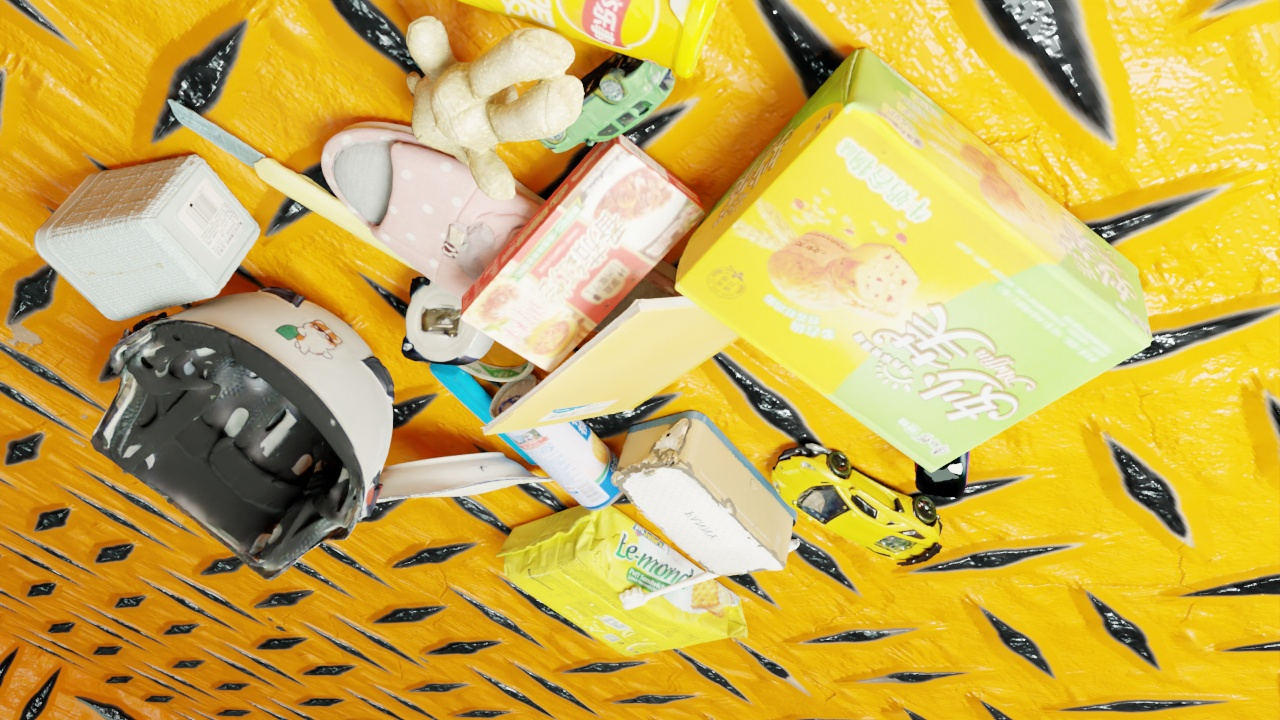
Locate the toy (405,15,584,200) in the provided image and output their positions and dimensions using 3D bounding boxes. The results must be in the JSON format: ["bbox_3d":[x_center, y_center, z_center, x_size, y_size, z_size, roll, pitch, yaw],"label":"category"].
[{"bbox_3d":[-0.082,-0.142,0.497,0.157,0.066,0.105,9,134,57],"label":"toy"}]

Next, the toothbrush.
[{"bbox_3d":[0.064,0.200,0.868,0.180,0.016,0.016,-21,117,9],"label":"toothbrush"}]

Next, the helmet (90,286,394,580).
[{"bbox_3d":[-0.303,0.040,0.765,0.230,0.156,0.275,39,128,-8],"label":"helmet"}]

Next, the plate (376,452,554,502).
[{"bbox_3d":[-0.180,0.109,0.846,0.164,0.034,0.164,-1,170,-42],"label":"plate"}]

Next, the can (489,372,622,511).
[{"bbox_3d":[-0.068,0.071,0.788,0.053,0.053,0.134,-14,131,35],"label":"can"}]

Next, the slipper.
[{"bbox_3d":[-0.089,-0.071,0.624,0.274,0.054,0.114,26,141,-12],"label":"slipper"}]

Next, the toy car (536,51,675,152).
[{"bbox_3d":[-0.021,-0.146,0.515,0.091,0.043,0.036,-18,130,38],"label":"toy car"}]

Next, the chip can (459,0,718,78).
[{"bbox_3d":[-0.065,-0.203,0.443,0.213,0.071,0.072,18,142,2],"label":"chip can"}]

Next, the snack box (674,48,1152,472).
[{"bbox_3d":[0.149,-0.047,0.521,0.210,0.069,0.158,35,134,-11],"label":"snack box"}]

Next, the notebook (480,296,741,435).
[{"bbox_3d":[-0.004,0.004,0.643,0.145,0.010,0.207,-8,161,-39],"label":"notebook"}]

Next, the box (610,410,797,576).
[{"bbox_3d":[0.062,0.123,0.795,0.090,0.061,0.184,-15,133,36],"label":"box"}]

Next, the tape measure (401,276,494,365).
[{"bbox_3d":[-0.142,-0.029,0.686,0.066,0.065,0.033,3,176,17],"label":"tape measure"}]

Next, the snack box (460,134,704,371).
[{"bbox_3d":[-0.038,-0.064,0.574,0.075,0.025,0.153,33,115,-29],"label":"snack box"}]

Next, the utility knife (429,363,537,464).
[{"bbox_3d":[-0.111,0.072,0.834,0.034,0.018,0.218,6,145,45],"label":"utility knife"}]

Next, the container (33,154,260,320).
[{"bbox_3d":[-0.360,-0.092,0.685,0.112,0.090,0.090,-6,136,23],"label":"container"}]

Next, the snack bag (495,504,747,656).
[{"bbox_3d":[-0.022,0.240,0.962,0.246,0.068,0.158,39,137,-26],"label":"snack bag"}]

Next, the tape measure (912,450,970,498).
[{"bbox_3d":[0.218,0.070,0.668,0.039,0.057,0.058,6,148,18],"label":"tape measure"}]

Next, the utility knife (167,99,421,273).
[{"bbox_3d":[-0.235,-0.117,0.656,0.216,0.022,0.031,28,141,-22],"label":"utility knife"}]

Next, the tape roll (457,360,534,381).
[{"bbox_3d":[-0.124,-0.015,0.739,0.086,0.013,0.086,11,141,9],"label":"tape roll"}]

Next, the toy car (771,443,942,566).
[{"bbox_3d":[0.177,0.121,0.760,0.156,0.041,0.071,30,140,-12],"label":"toy car"}]
